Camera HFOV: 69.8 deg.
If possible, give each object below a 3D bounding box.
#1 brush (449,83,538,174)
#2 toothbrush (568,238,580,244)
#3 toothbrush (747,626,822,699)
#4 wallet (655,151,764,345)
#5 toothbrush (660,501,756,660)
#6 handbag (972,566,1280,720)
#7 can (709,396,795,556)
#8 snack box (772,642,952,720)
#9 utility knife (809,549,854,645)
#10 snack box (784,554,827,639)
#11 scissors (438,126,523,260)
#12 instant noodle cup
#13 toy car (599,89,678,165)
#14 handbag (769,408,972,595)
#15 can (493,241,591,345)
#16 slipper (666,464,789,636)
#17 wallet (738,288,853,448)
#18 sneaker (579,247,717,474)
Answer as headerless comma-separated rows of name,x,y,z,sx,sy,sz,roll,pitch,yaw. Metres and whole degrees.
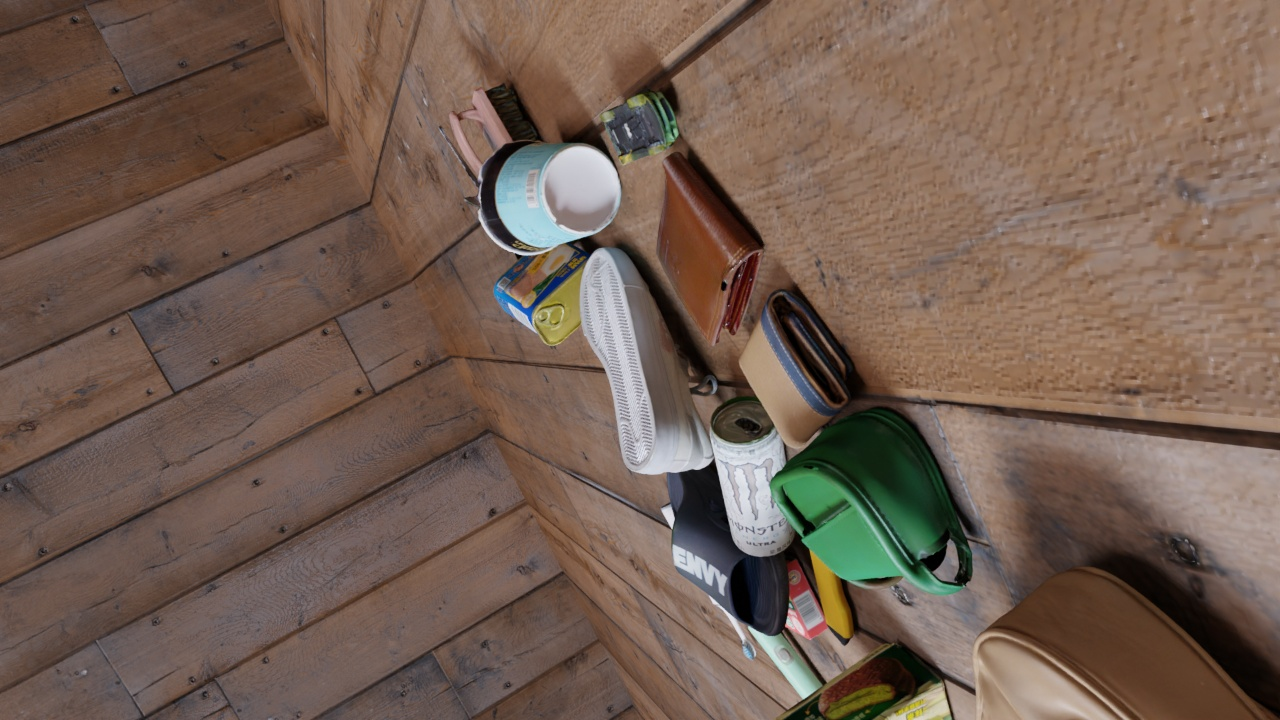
brush,-0.137,-0.208,0.955,0.145,0.073,0.063,60,163,-1
toothbrush,-0.079,-0.133,1.005,0.016,0.015,0.190,67,164,-4
toothbrush,0.147,0.310,1.007,0.224,0.026,0.027,50,171,24
wallet,0.045,-0.082,0.686,0.101,0.032,0.125,57,163,22
toothbrush,0.089,0.276,1.150,0.221,0.027,0.026,61,-154,1
handbag,0.235,0.208,0.461,0.148,0.099,0.205,38,156,47
can,0.097,0.101,0.779,0.058,0.058,0.147,44,157,46
snack box,0.137,0.335,0.719,0.063,0.239,0.114,34,150,60
utility knife,0.166,0.192,0.797,0.033,0.015,0.154,30,145,50
snack box,0.132,0.227,0.938,0.077,0.027,0.156,64,164,-6
scissors,-0.149,-0.163,1.013,0.234,0.022,0.220,58,-170,-20
instant noodle cup,-0.077,-0.151,0.833,0.121,0.111,0.111,10,128,59
toy car,0.001,-0.169,0.660,0.043,0.036,0.091,67,164,-14
handbag,0.153,0.100,0.608,0.120,0.067,0.131,53,162,3
can,-0.091,-0.076,0.954,0.083,0.102,0.057,34,162,41
slipper,0.063,0.181,0.913,0.268,0.083,0.111,-131,35,-60
wallet,0.107,0.010,0.649,0.090,0.033,0.115,60,165,16
sneaker,0.012,-0.006,0.851,0.090,0.090,0.242,-49,47,42
